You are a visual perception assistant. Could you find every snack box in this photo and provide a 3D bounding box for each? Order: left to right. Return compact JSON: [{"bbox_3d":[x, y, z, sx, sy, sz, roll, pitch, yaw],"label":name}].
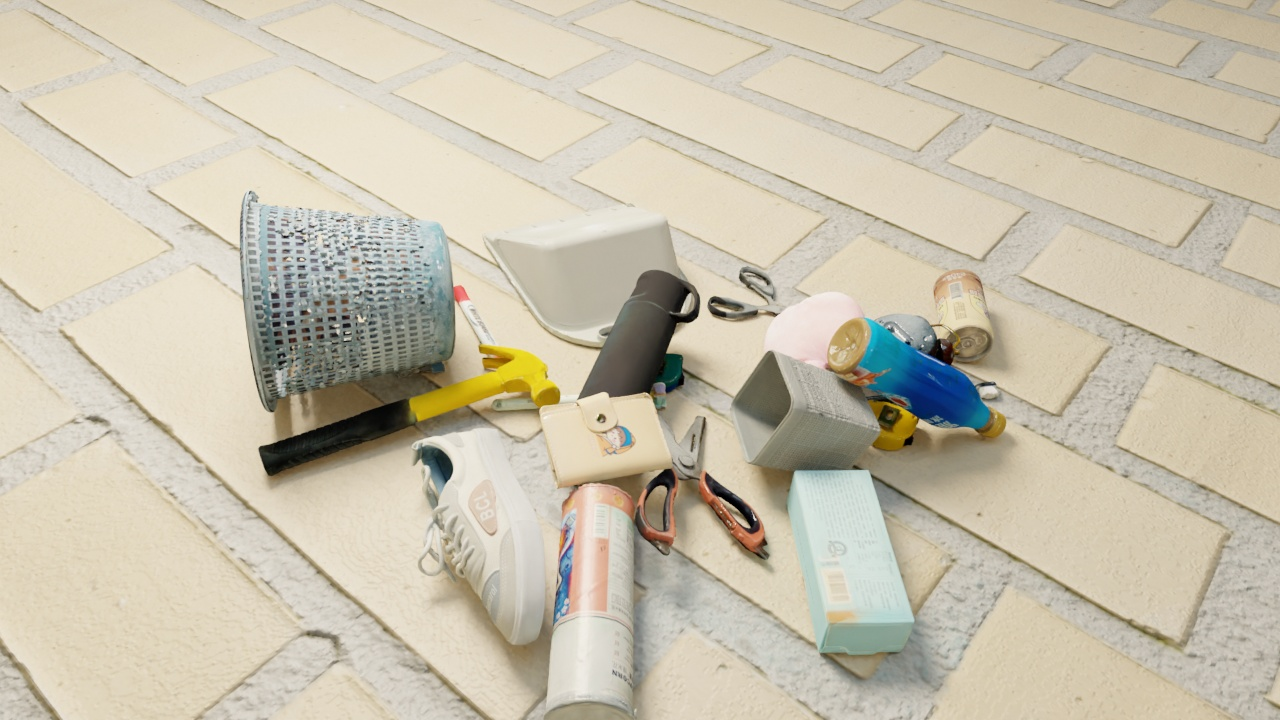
[{"bbox_3d":[0.186,0.178,0.834,0.074,0.052,0.174,1,42,-4],"label":"snack box"}]

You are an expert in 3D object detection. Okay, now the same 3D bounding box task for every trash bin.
[{"bbox_3d":[-0.299,-0.066,0.962,0.195,0.227,0.226,-4,42,-16],"label":"trash bin"}]

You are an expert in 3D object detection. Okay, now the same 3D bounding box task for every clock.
[{"bbox_3d":[0.302,-0.012,1.036,0.122,0.055,0.082,-24,45,-9],"label":"clock"}]

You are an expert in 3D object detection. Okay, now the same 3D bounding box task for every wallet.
[{"bbox_3d":[-0.034,0.071,0.867,0.115,0.024,0.087,-9,63,-20],"label":"wallet"}]

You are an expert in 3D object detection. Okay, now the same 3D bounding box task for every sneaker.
[{"bbox_3d":[-0.151,0.147,0.818,0.090,0.090,0.242,1,35,-26],"label":"sneaker"}]

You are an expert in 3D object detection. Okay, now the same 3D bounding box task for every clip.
[{"bbox_3d":[-0.251,0.005,1.030,0.058,0.043,0.026,-18,48,-12],"label":"clip"}]

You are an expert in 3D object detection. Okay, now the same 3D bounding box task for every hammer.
[{"bbox_3d":[-0.239,0.053,0.954,0.300,0.033,0.129,-19,33,-19],"label":"hammer"}]

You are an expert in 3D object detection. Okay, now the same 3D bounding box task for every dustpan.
[{"bbox_3d":[-0.058,-0.109,1.176,0.222,0.143,0.258,-15,15,-19],"label":"dustpan"}]

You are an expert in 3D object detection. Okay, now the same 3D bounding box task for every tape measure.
[{"bbox_3d":[0.021,0.012,1.032,0.058,0.025,0.054,2,41,0],"label":"tape measure"},{"bbox_3d":[0.265,0.067,0.980,0.060,0.029,0.057,18,45,17],"label":"tape measure"}]

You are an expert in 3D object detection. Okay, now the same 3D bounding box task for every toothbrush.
[{"bbox_3d":[-0.066,0.043,0.997,0.189,0.020,0.029,-3,85,-4],"label":"toothbrush"},{"bbox_3d":[0.316,0.041,1.024,0.181,0.016,0.018,-5,51,-10],"label":"toothbrush"}]

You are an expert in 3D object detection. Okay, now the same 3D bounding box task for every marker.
[{"bbox_3d":[-0.193,-0.044,1.090,0.017,0.017,0.145,-17,45,-21],"label":"marker"}]

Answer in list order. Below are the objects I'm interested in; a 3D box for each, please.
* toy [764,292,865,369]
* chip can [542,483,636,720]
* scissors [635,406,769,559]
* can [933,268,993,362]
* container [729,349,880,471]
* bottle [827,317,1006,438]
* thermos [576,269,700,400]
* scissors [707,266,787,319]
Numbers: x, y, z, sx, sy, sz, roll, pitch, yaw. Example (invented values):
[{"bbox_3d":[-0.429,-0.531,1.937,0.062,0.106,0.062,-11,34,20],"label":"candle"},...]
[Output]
[{"bbox_3d":[0.199,-0.014,1.026,0.121,0.054,0.159,-29,35,17],"label":"toy"},{"bbox_3d":[-0.039,0.206,0.775,0.071,0.071,0.214,2,42,-1],"label":"chip can"},{"bbox_3d":[0.046,0.117,0.895,0.188,0.015,0.227,-13,48,-45],"label":"scissors"},{"bbox_3d":[0.387,-0.056,1.103,0.058,0.059,0.116,7,42,4],"label":"can"},{"bbox_3d":[0.167,0.058,0.920,0.114,0.090,0.090,15,37,-22],"label":"container"},{"bbox_3d":[0.292,0.027,0.943,0.218,0.065,0.065,26,36,-22],"label":"bottle"},{"bbox_3d":[-0.006,0.006,0.963,0.090,0.068,0.241,-5,46,36],"label":"thermos"},{"bbox_3d":[0.168,-0.064,1.139,0.180,0.014,0.159,1,44,-5],"label":"scissors"}]
